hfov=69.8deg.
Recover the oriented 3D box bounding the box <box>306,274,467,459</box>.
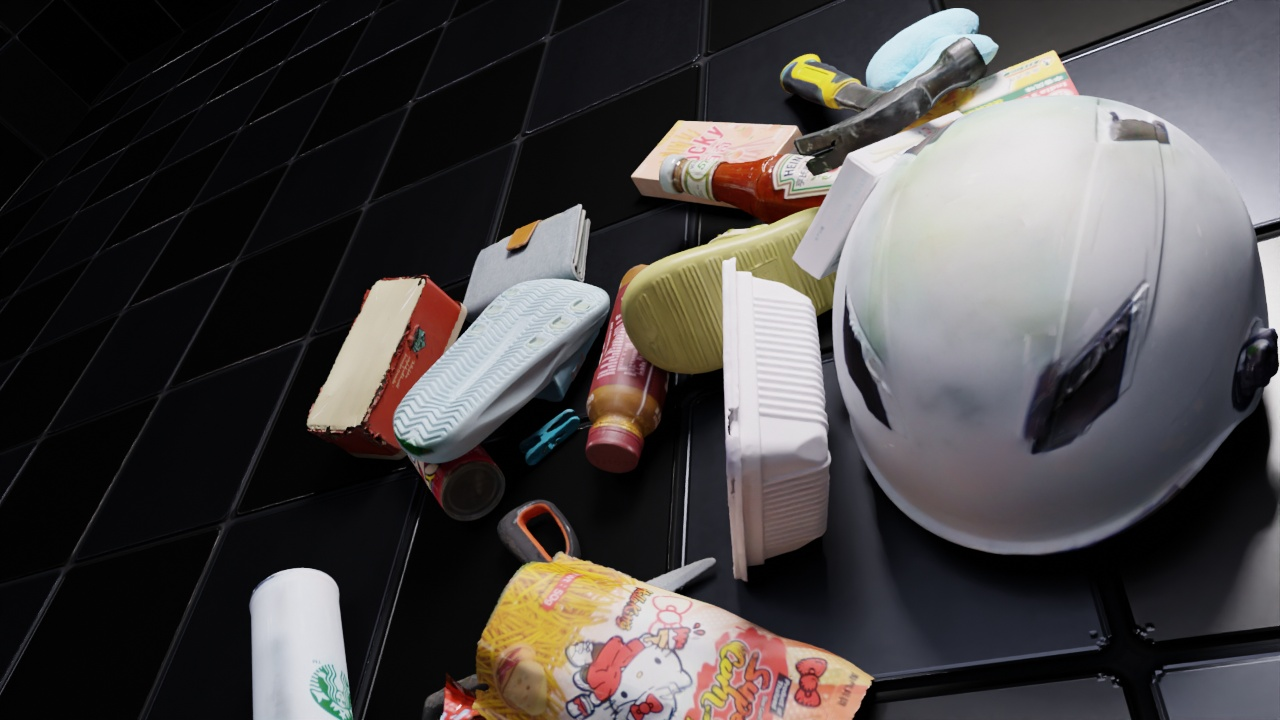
[{"bbox_3d":[-0.242,0.001,0.857,0.091,0.077,0.168,-1,59,35],"label":"box"}]

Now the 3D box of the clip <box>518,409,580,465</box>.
[{"bbox_3d":[-0.073,0.061,0.741,0.057,0.014,0.046,-40,37,-2],"label":"clip"}]

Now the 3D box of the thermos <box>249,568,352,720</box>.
[{"bbox_3d":[-0.232,0.246,0.637,0.073,0.073,0.224,-35,39,2],"label":"thermos"}]

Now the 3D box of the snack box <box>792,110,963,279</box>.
[{"bbox_3d":[0.171,-0.114,0.624,0.027,0.085,0.156,42,45,21],"label":"snack box"}]

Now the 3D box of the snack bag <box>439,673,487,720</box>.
[{"bbox_3d":[-0.118,0.251,0.563,0.048,0.026,0.104,10,78,39],"label":"snack bag"}]

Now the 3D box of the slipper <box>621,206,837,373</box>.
[{"bbox_3d":[0.076,-0.056,0.690,0.190,0.091,0.081,-22,15,-4],"label":"slipper"}]

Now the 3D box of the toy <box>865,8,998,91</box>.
[{"bbox_3d":[0.240,-0.254,0.779,0.161,0.050,0.156,-39,25,-13],"label":"toy"}]

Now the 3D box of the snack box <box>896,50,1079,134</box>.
[{"bbox_3d":[0.258,-0.184,0.724,0.156,0.027,0.076,-19,42,22],"label":"snack box"}]

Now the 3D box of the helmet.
[{"bbox_3d":[0.202,-0.043,0.490,0.229,0.146,0.258,6,56,41],"label":"helmet"}]

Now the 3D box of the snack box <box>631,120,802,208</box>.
[{"bbox_3d":[0.070,-0.187,0.868,0.157,0.026,0.084,18,64,45],"label":"snack box"}]

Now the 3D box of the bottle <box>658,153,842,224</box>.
[{"bbox_3d":[0.104,-0.142,0.752,0.206,0.060,0.059,18,63,36],"label":"bottle"}]

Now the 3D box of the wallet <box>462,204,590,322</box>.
[{"bbox_3d":[-0.114,-0.100,0.911,0.130,0.037,0.106,-19,44,23],"label":"wallet"}]

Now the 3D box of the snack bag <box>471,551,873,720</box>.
[{"bbox_3d":[0.010,0.188,0.511,0.208,0.073,0.128,17,61,30],"label":"snack bag"}]

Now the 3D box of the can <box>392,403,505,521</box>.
[{"bbox_3d":[-0.162,0.076,0.761,0.053,0.053,0.133,-43,39,-7],"label":"can"}]

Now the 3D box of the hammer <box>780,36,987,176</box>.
[{"bbox_3d":[0.160,-0.219,0.747,0.126,0.032,0.323,-34,20,9],"label":"hammer"}]

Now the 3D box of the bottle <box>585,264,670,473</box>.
[{"bbox_3d":[-0.004,0.004,0.710,0.058,0.057,0.174,-10,46,29],"label":"bottle"}]

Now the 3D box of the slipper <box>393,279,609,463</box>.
[{"bbox_3d":[-0.104,0.009,0.764,0.104,0.074,0.244,8,39,31],"label":"slipper"}]

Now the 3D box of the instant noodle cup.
[{"bbox_3d":[0.083,0.033,0.572,0.060,0.138,0.173,-3,47,6],"label":"instant noodle cup"}]

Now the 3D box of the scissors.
[{"bbox_3d":[-0.057,0.180,0.605,0.220,0.022,0.230,-43,41,-6],"label":"scissors"}]
